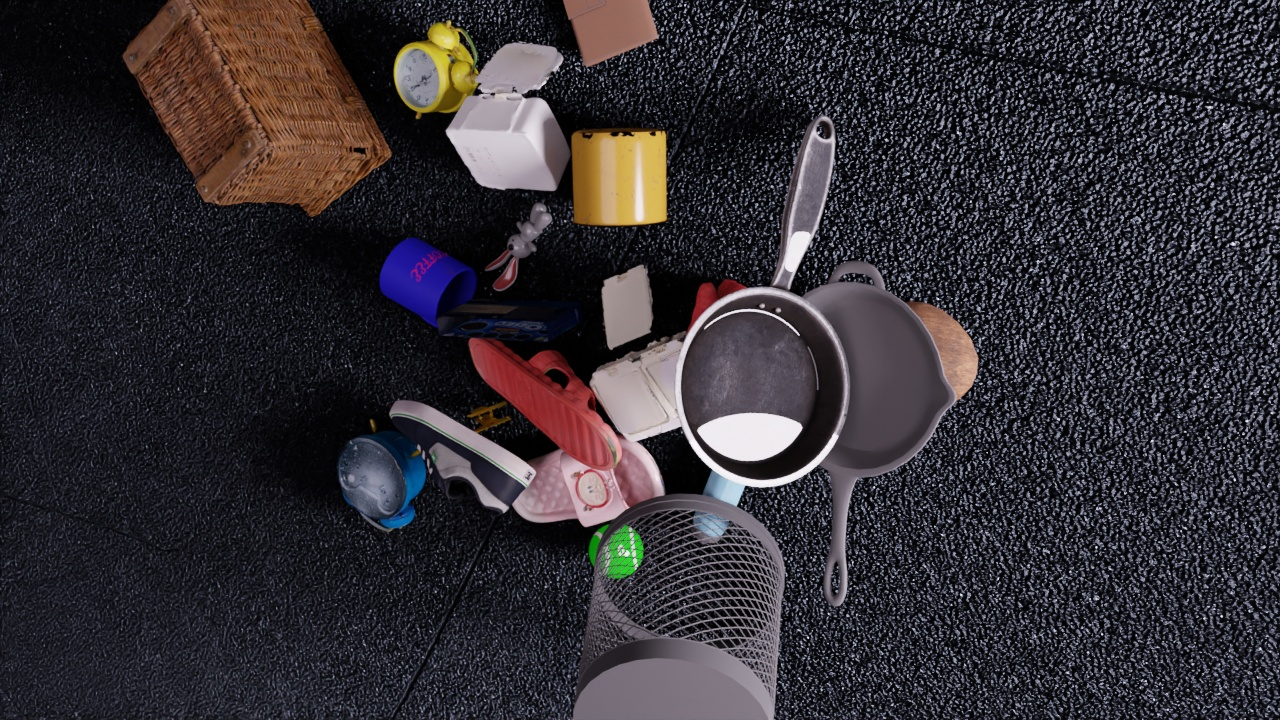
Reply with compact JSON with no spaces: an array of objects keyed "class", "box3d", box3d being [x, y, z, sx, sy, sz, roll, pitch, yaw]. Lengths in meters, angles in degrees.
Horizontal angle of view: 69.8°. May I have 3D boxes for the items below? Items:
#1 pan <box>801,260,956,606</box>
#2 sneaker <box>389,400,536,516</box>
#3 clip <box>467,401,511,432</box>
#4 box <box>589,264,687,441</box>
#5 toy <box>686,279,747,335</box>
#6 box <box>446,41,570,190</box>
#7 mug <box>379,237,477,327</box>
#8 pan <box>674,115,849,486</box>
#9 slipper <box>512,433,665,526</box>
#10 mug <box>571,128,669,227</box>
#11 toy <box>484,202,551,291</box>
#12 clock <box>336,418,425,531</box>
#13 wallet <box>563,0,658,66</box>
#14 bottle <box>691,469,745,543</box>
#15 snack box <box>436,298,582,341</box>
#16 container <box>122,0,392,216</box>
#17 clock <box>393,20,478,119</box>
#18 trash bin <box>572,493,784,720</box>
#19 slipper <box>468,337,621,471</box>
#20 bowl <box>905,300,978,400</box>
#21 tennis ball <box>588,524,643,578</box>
[{"class":"pan","box3d":[0.211,0.079,0.924,0.217,0.024,0.355,11,105,41]},{"class":"sneaker","box3d":[-0.240,0.119,1.131,0.235,0.084,0.079,23,71,33]},{"class":"clip","box3d":[-0.194,0.066,1.145,0.049,0.054,0.045,45,144,34]},{"class":"box","box3d":[-0.007,0.006,0.987,0.144,0.070,0.186,-24,111,31]},{"class":"toy","box3d":[0.094,-0.029,0.916,0.094,0.132,0.088,20,126,26]},{"class":"box","box3d":[-0.131,-0.273,0.992,0.109,0.136,0.121,7,151,23]},{"class":"mug","box3d":[-0.254,-0.083,1.110,0.083,0.079,0.111,29,145,15]},{"class":"pan","box3d":[0.132,-0.058,0.877,0.187,0.055,0.356,13,84,-21]},{"class":"slipper","box3d":[-0.072,0.148,1.102,0.222,0.055,0.107,-13,98,30]},{"class":"mug","box3d":[-0.027,-0.193,0.951,0.124,0.100,0.094,-150,56,-62]},{"class":"toy","box3d":[-0.139,-0.132,1.058,0.112,0.030,0.049,-50,53,27]},{"class":"clock","box3d":[-0.353,0.165,1.244,0.117,0.060,0.162,29,118,14]},{"class":"wallet","box3d":[-0.038,-0.374,0.939,0.088,0.013,0.121,-13,100,24]},{"class":"bottle","box3d":[0.090,0.153,1.032,0.040,0.040,0.130,27,116,16]},{"class":"snack box","box3d":[-0.151,-0.048,1.062,0.150,0.082,0.027,5,110,26]},{"class":"container","box3d":[-0.453,-0.303,1.067,0.163,0.182,0.250,-28,93,28]},{"class":"clock","box3d":[-0.221,-0.323,1.019,0.119,0.057,0.083,-25,94,37]},{"class":"trash bin","box3d":[0.042,0.295,0.957,0.218,0.226,0.218,3,118,6]},{"class":"slipper","box3d":[-0.105,0.034,1.069,0.249,0.059,0.104,35,146,30]},{"class":"bowl","box3d":[0.271,-0.001,0.900,0.114,0.026,0.102,47,120,6]},{"class":"tennis ball","box3d":[-0.029,0.228,1.100,0.065,0.065,0.065,8,110,24]}]
